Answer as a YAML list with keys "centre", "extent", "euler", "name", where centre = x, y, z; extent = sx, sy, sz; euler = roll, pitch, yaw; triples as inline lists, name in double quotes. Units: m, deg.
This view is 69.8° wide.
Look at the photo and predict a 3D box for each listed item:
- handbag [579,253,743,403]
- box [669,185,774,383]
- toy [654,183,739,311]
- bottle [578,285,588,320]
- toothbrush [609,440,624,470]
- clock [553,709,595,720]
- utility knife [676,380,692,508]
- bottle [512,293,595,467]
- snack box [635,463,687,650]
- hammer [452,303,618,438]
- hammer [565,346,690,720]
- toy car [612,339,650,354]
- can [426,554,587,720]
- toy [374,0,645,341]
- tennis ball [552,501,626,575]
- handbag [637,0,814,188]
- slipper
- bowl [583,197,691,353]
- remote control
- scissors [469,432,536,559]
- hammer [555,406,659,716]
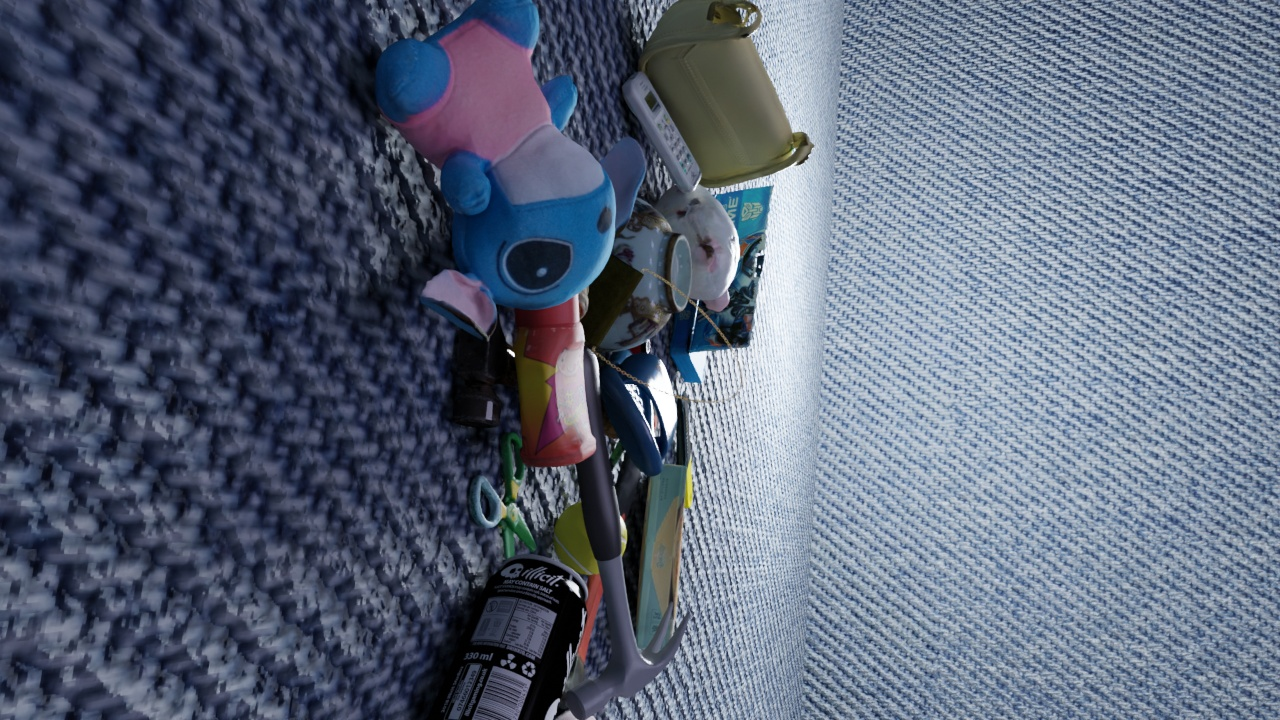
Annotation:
- centre: [0.008, -0.024, 0.753]
  extent: [0.084, 0.178, 0.027]
  euler: [-58, 162, 4]
  name: "handbag"
- centre: [0.113, -0.101, 1.199]
  extent: [0.114, 0.114, 0.243]
  euler: [59, 37, -60]
  name: "box"
- centre: [0.067, -0.122, 1.066]
  extent: [0.179, 0.101, 0.138]
  euler: [54, 16, -63]
  name: "toy"
- centre: [-0.061, -0.077, 0.724]
  extent: [0.043, 0.043, 0.109]
  euler: [71, 11, -49]
  name: "bottle"
- centre: [-0.007, 0.070, 1.010]
  extent: [0.187, 0.014, 0.017]
  euler: [-58, 169, -55]
  name: "toothbrush"
- centre: [-0.063, 0.360, 0.758]
  extent: [0.157, 0.059, 0.117]
  euler: [12, 93, -66]
  name: "clock"
- centre: [0.056, 0.111, 1.202]
  extent: [0.028, 0.020, 0.174]
  euler: [-42, 133, -68]
  name: "utility knife"
- centre: [-0.064, 0.006, 0.655]
  extent: [0.071, 0.048, 0.134]
  euler: [-22, 108, -72]
  name: "bottle"
- centre: [0.023, 0.215, 1.027]
  extent: [0.141, 0.044, 0.193]
  euler: [78, 17, -81]
  name: "snack box"
- centre: [-0.068, 0.018, 0.781]
  extent: [0.330, 0.033, 0.120]
  euler: [38, 55, -70]
  name: "hammer"
- centre: [-0.027, 0.139, 0.760]
  extent: [0.124, 0.030, 0.311]
  euler: [-20, 110, -35]
  name: "hammer"
- centre: [-0.006, 0.006, 0.960]
  extent: [0.025, 0.038, 0.090]
  euler: [-67, 154, -54]
  name: "toy car"
- centre: [-0.091, 0.217, 0.647]
  extent: [0.145, 0.080, 0.080]
  euler: [-70, 155, -44]
  name: "can"
- centre: [-0.086, -0.114, 0.562]
  extent: [0.223, 0.099, 0.191]
  euler: [-49, 121, -44]
  name: "toy"
- centre: [-0.045, 0.156, 0.811]
  extent: [0.065, 0.065, 0.065]
  euler: [3, 89, -72]
  name: "tennis ball"
- centre: [0.087, -0.295, 1.008]
  extent: [0.233, 0.191, 0.088]
  euler: [51, 58, -46]
  name: "handbag"
- centre: [0.004, 0.041, 0.843]
  extent: [0.213, 0.059, 0.104]
  euler: [-95, 164, -78]
  name: "slipper"
- centre: [-0.006, -0.081, 0.854]
  extent: [0.159, 0.094, 0.160]
  euler: [3, 89, -72]
  name: "bowl"
- centre: [0.022, -0.239, 0.974]
  extent: [0.133, 0.022, 0.050]
  euler: [56, 34, -23]
  name: "remote control"
- centre: [-0.105, 0.123, 0.705]
  extent: [0.112, 0.012, 0.131]
  euler: [-27, 116, -69]
  name: "scissors"
- centre: [-0.031, 0.181, 0.898]
  extent: [0.133, 0.033, 0.332]
  euler: [69, 31, -49]
  name: "hammer"
